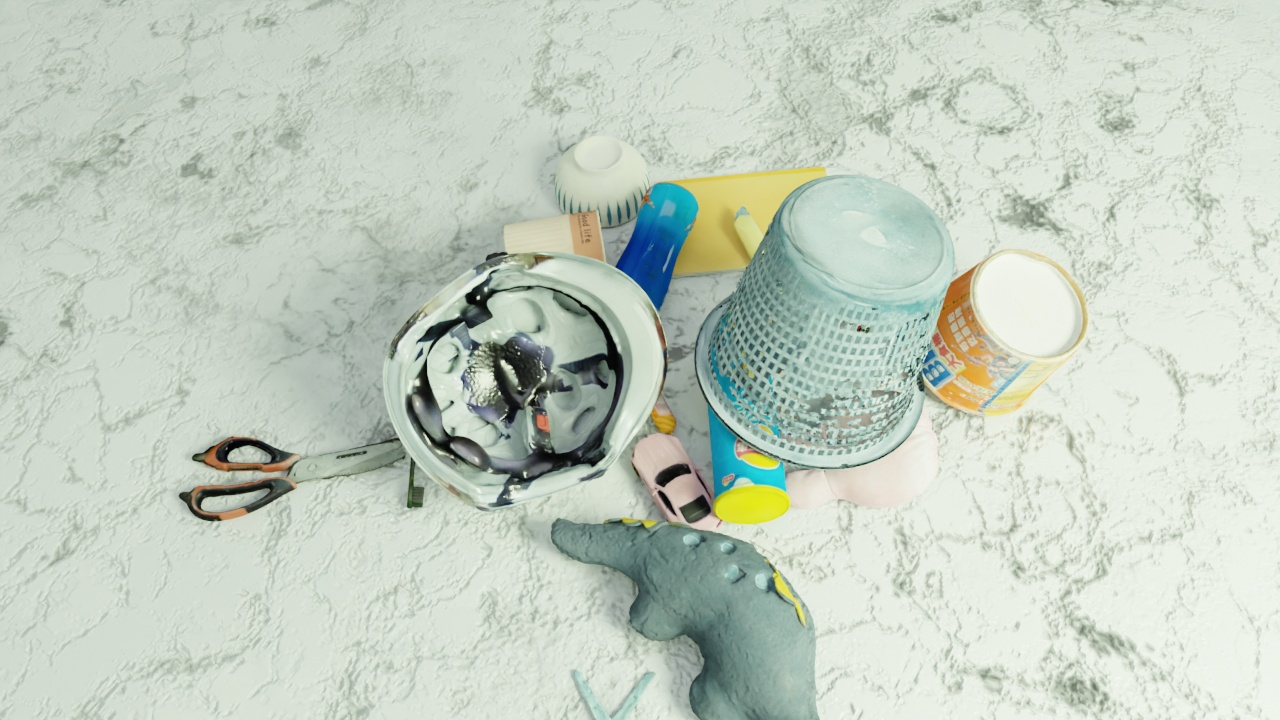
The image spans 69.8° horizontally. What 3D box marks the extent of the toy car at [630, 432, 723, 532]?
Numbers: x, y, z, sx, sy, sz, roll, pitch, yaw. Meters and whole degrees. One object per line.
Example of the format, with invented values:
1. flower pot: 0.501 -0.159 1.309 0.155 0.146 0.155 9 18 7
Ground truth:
1. toy car: 0.035 0.121 0.894 0.056 0.037 0.122 -26 60 -15

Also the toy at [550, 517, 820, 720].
1. toy: 0.071 0.231 0.796 0.137 0.091 0.356 -43 63 -8

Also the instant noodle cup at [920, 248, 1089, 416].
1. instant noodle cup: 0.359 -0.033 0.912 0.151 0.112 0.151 4 67 -9

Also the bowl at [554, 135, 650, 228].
1. bowl: -0.047 -0.222 1.088 0.116 0.066 0.116 -1 58 1

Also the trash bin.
1. trash bin: 0.172 -0.047 0.818 0.226 0.195 0.226 3 53 -4

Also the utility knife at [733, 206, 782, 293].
1. utility knife: 0.145 -0.107 1.029 0.031 0.018 0.162 -23 75 -9

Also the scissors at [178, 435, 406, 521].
1. scissors: -0.351 0.101 0.933 0.193 0.015 0.206 35 66 22

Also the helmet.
1. helmet: -0.112 0.012 0.887 0.258 0.146 0.229 -33 101 -10

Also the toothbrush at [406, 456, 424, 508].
1. toothbrush: -0.223 0.060 0.938 0.017 0.012 0.185 2 69 -5

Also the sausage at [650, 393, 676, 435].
1. sausage: -0.006 0.005 0.940 0.021 0.021 0.165 -28 87 -14

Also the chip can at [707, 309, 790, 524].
1. chip can: 0.099 0.052 0.903 0.071 0.071 0.209 -3 54 1

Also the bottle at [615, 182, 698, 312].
1. bottle: 0.002 -0.093 1.004 0.065 0.065 0.218 17 67 12

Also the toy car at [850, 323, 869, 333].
1. toy car: 0.278 -0.046 0.990 0.106 0.031 0.049 12 59 12

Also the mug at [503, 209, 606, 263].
1. mug: -0.094 -0.127 1.031 0.106 0.082 0.114 -9 32 -2

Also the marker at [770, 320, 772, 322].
1. marker: 0.192 -0.049 0.990 0.124 0.015 0.018 -16 63 5

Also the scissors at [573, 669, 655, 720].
1. scissors: -0.022 0.325 0.786 0.136 0.017 0.133 31 61 22

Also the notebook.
1. notebook: 0.130 -0.165 1.079 0.206 0.010 0.145 -6 58 -1

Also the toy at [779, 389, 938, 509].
1. toy: 0.208 0.089 0.897 0.159 0.054 0.121 -13 58 7
